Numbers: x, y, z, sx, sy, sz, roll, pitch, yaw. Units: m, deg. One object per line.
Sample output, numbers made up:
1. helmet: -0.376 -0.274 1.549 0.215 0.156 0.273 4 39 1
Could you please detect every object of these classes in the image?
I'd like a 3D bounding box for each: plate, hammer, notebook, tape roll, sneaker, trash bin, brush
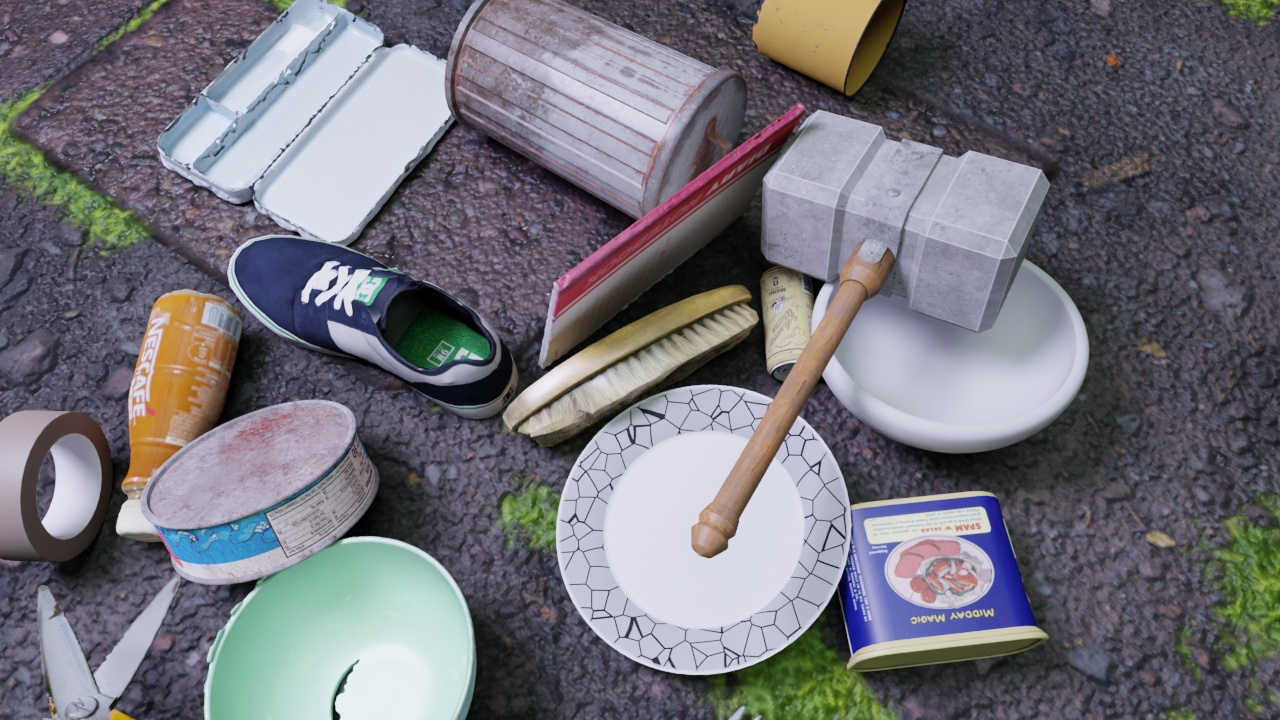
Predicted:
1. plate: 0.039 0.105 0.591 0.189 0.016 0.188 -6 62 12
2. hammer: 0.110 -0.012 0.549 0.163 0.083 0.316 22 57 22
3. notebook: 0.016 -0.081 0.629 0.208 0.153 0.012 -39 82 -18
4. tape roll: -0.372 0.078 0.575 0.030 0.094 0.093 1 63 0
5. sneaker: -0.195 -0.041 0.646 0.235 0.079 0.084 25 66 12
6. trash bin: -0.027 -0.190 0.697 0.211 0.131 0.130 30 66 16
7. brush: -0.004 0.004 0.637 0.195 0.059 0.043 -28 75 -12

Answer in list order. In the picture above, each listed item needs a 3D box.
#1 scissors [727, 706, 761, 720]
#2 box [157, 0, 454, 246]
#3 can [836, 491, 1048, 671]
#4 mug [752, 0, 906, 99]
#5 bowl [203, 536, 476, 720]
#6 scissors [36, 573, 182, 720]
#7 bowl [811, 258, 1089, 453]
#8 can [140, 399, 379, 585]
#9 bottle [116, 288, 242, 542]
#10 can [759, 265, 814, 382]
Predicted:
1. scissors: 0.016 0.265 0.525 0.126 0.019 0.143 -1 56 5
2. box: -0.262 -0.201 0.758 0.189 0.037 0.208 27 66 4
3. can: 0.178 0.137 0.572 0.116 0.057 0.092 -5 62 -3
4. mug: 0.160 -0.288 0.773 0.094 0.101 0.123 32 26 17
5. bowl: -0.160 0.185 0.526 0.151 0.077 0.150 -3 55 5
6. scissors: -0.287 0.193 0.446 0.216 0.016 0.225 -22 45 -37
7. bowl: 0.205 -0.003 0.630 0.176 0.066 0.176 -3 51 4
8. can: -0.232 0.077 0.566 0.130 0.044 0.129 -11 28 6
9. bottle: -0.314 0.037 0.617 0.059 0.059 0.167 2 66 0
10. can: 0.108 -0.027 0.664 0.038 0.038 0.079 0 63 -1
